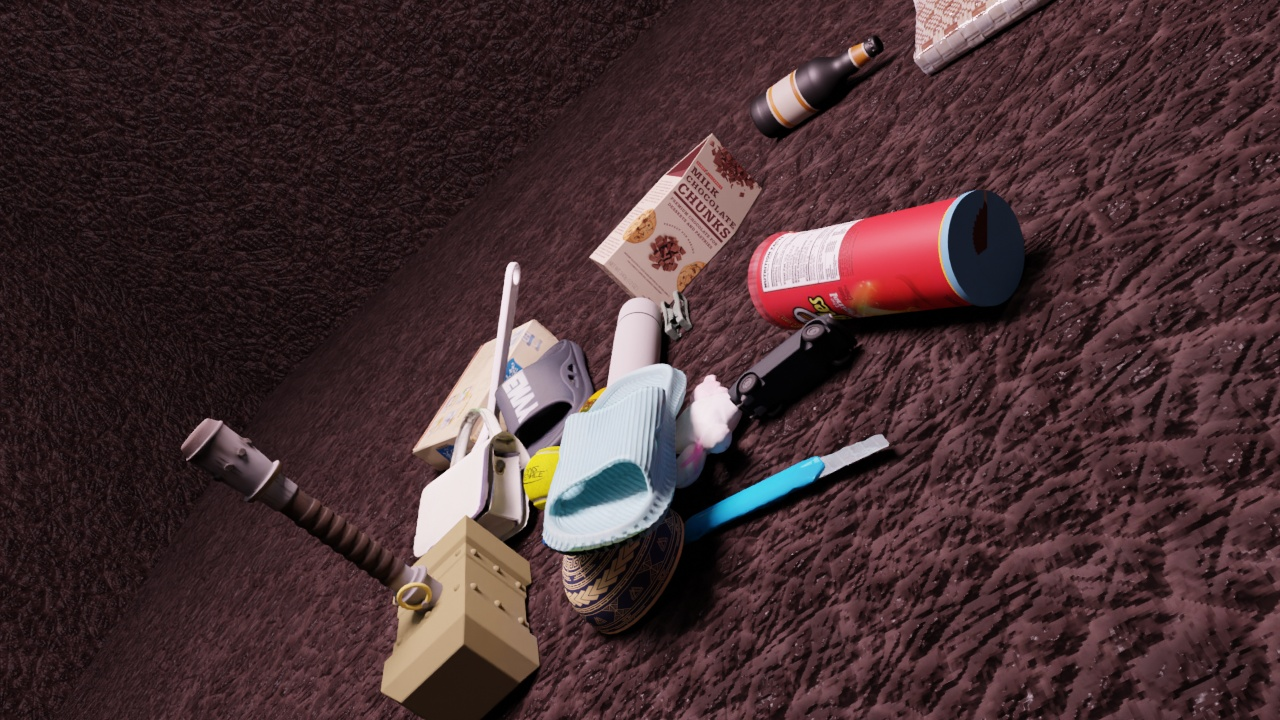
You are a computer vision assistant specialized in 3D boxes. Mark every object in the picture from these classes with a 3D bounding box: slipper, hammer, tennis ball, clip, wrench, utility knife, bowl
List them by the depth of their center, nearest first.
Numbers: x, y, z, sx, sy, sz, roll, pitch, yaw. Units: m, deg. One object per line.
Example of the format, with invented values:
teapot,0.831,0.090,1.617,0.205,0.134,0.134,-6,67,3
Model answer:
utility knife,0.098,0.098,0.680,0.207,0.015,0.031,-34,26,38
bowl,-0.025,0.153,0.736,0.113,0.061,0.112,-45,20,21
slipper,-0.021,0.060,0.754,0.116,0.069,0.275,-22,21,20
hammer,-0.243,0.160,0.787,0.101,0.325,0.190,-44,22,8
tennis ball,-0.084,0.119,0.914,0.065,0.065,0.065,-39,23,20
clip,0.040,-0.052,1.036,0.043,0.023,0.075,-38,25,18
slipper,-0.119,0.031,1.112,0.111,0.083,0.267,-40,21,14
wrench,-0.175,0.012,1.137,0.066,0.018,0.273,33,-116,-78

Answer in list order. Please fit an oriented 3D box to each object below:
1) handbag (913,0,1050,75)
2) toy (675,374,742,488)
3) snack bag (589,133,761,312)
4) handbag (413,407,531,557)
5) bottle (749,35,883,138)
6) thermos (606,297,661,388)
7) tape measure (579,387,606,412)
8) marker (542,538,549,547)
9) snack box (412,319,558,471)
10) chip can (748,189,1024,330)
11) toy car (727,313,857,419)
handbag,0.374,-0.388,0.961,0.186,0.047,0.123,-26,38,43
toy,0.057,0.057,0.798,0.076,0.037,0.125,-42,17,24
snack bag,0.048,-0.166,1.115,0.206,0.094,0.070,-48,22,-1
handbag,-0.179,0.131,1.027,0.152,0.074,0.175,-38,41,35
bottle,0.223,-0.348,1.151,0.182,0.059,0.059,-26,30,42
thermos,-0.006,0.006,0.977,0.052,0.052,0.223,-37,24,25
tape measure,-0.044,0.057,0.995,0.059,0.030,0.068,-18,35,48
marker,-0.053,0.151,0.843,0.142,0.013,0.013,-35,23,51
snack box,-0.217,0.051,1.291,0.154,0.055,0.206,-20,34,49
chip can,0.183,-0.074,0.722,0.086,0.087,0.214,-56,24,-21
toy car,0.123,0.006,0.751,0.112,0.046,0.034,-40,28,22
